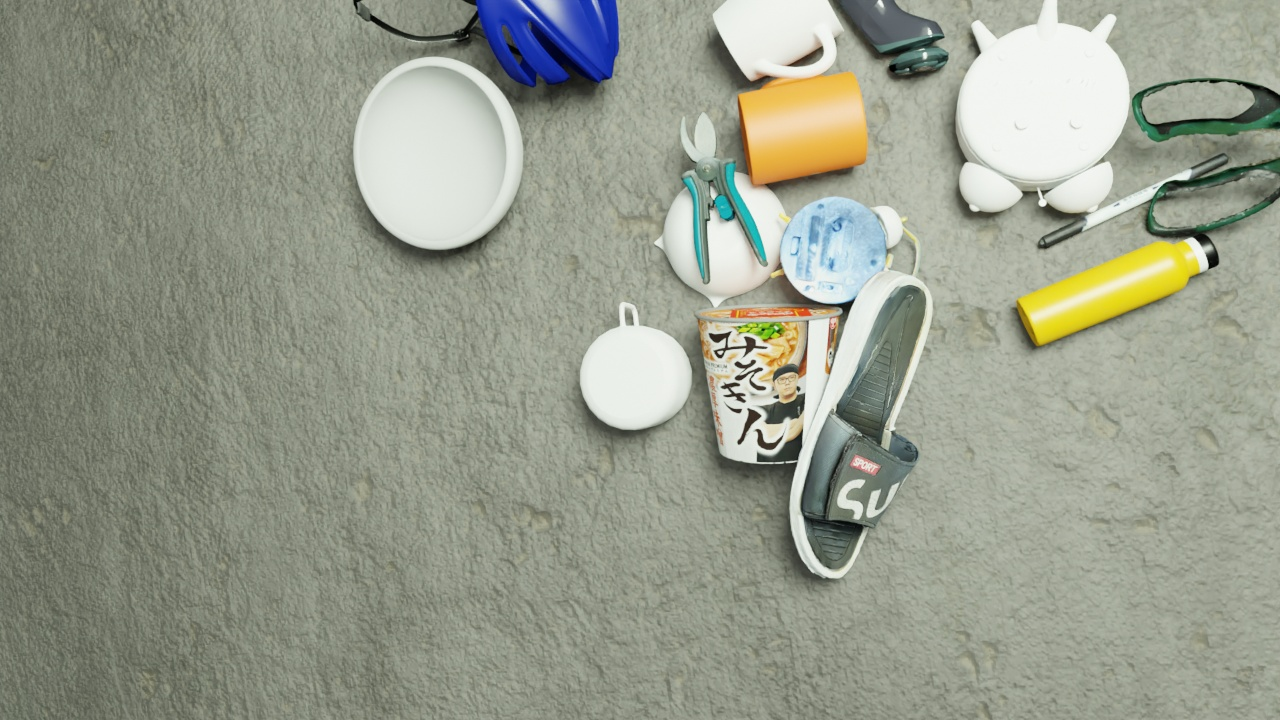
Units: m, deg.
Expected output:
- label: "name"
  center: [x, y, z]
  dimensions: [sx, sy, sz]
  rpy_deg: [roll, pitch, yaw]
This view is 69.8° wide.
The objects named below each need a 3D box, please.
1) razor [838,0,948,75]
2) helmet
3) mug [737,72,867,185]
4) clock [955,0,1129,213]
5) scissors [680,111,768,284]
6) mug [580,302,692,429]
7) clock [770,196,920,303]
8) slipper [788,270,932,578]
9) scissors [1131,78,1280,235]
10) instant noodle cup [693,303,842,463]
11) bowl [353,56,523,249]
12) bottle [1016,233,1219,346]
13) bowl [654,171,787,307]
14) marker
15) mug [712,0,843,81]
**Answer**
- label: "razor"
  center: [0.206, -0.300, 0.787]
  dimensions: [0.143, 0.047, 0.052]
  rpy_deg: [54, 128, 13]
- label: "helmet"
  center: [-0.139, -0.325, 0.830]
  dimensions: [0.228, 0.147, 0.241]
  rpy_deg: [-26, 82, 10]
- label: "mug"
  center: [0.135, -0.210, 0.790]
  dimensions: [0.096, 0.078, 0.112]
  rpy_deg: [-10, 53, 6]
- label: "clock"
  center: [0.320, -0.201, 0.735]
  dimensions: [0.125, 0.072, 0.161]
  rpy_deg: [3, 91, 16]
- label: "scissors"
  center: [0.066, -0.134, 0.785]
  dimensions: [0.154, 0.019, 0.126]
  rpy_deg: [35, 98, 15]
- label: "mug"
  center: [-0.005, 0.005, 0.835]
  dimensions: [0.094, 0.068, 0.115]
  rpy_deg: [-8, 88, 16]
- label: "clock"
  center: [0.177, -0.091, 0.785]
  dimensions: [0.125, 0.052, 0.089]
  rpy_deg: [8, 95, 2]
- label: "slipper"
  center: [0.193, 0.058, 0.754]
  dimensions: [0.063, 0.111, 0.264]
  rpy_deg: [16, 91, 49]
- label: "scissors"
  center: [0.474, -0.141, 0.677]
  dimensions: [0.210, 0.015, 0.137]
  rpy_deg: [10, 123, 29]
- label: "instant noodle cup"
  center: [0.109, 0.018, 0.782]
  dimensions: [0.124, 0.123, 0.122]
  rpy_deg: [1, 99, 16]
- label: "bowl"
  center: [-0.185, -0.196, 0.884]
  dimensions: [0.177, 0.066, 0.176]
  rpy_deg: [3, 100, 20]
- label: "bottle"
  center: [0.380, -0.059, 0.733]
  dimensions: [0.144, 0.043, 0.043]
  rpy_deg: [-24, 83, 15]
- label: "bowl"
  center: [0.071, -0.115, 0.821]
  dimensions: [0.115, 0.050, 0.114]
  rpy_deg: [0, 90, 17]
- label: "marker"
  center: [0.398, -0.129, 0.745]
  dimensions: [0.152, 0.011, 0.011]
  rpy_deg: [-26, 83, 15]
- label: "mug"
  center: [0.122, -0.281, 0.785]
  dimensions: [0.088, 0.081, 0.114]
  rpy_deg: [-29, 62, 20]
